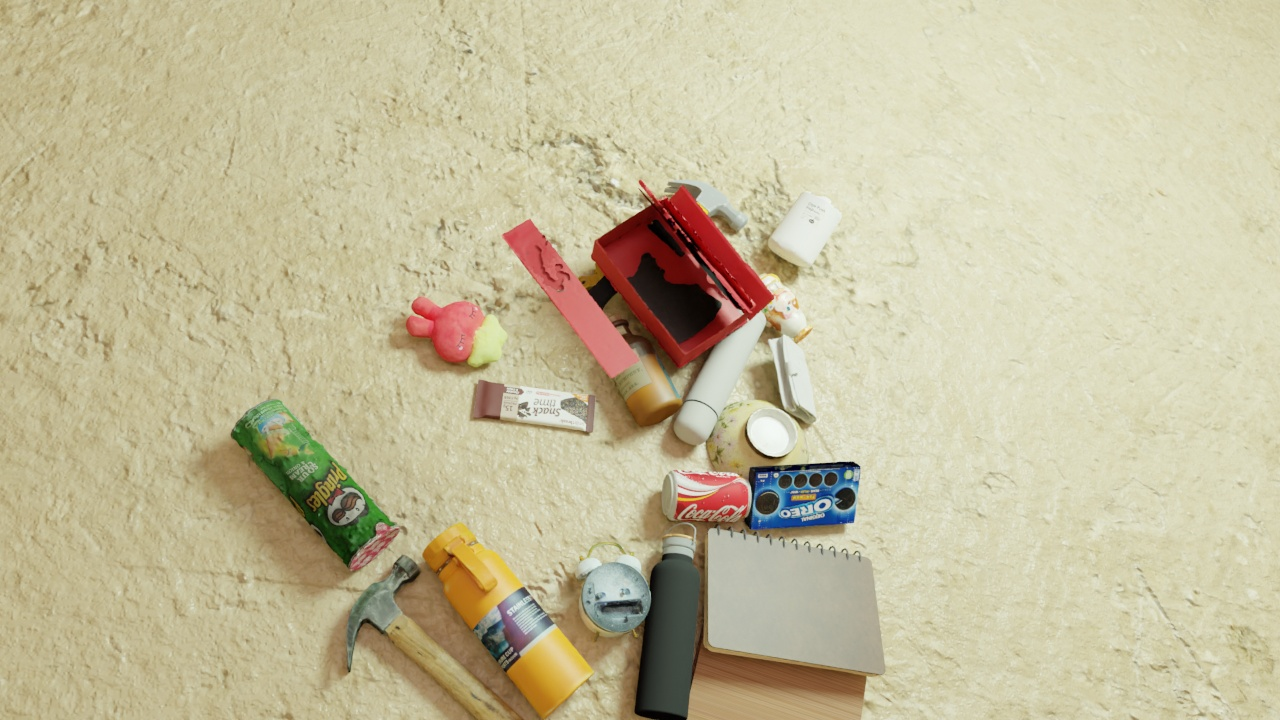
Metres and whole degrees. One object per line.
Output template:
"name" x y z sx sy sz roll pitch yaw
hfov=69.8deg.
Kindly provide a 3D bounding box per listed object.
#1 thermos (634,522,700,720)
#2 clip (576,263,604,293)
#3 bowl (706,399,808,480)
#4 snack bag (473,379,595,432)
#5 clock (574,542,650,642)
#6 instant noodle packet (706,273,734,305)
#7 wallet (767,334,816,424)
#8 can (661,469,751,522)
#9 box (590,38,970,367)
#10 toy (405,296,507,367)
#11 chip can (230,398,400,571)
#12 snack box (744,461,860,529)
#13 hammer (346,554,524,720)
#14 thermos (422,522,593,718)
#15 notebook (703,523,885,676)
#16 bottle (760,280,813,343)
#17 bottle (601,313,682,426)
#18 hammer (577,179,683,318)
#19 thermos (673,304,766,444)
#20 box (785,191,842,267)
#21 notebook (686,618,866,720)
"thermos" 0.037 0.304 1.096 0.061 0.061 0.230 12 60 -7
"clip" -0.066 -0.113 1.311 0.049 0.044 0.054 3 61 -41
"bowl" 0.167 0.107 1.232 0.145 0.063 0.145 6 61 -12
"snack bag" -0.138 0.060 1.210 0.158 0.013 0.057 9 62 -9
"clock" -0.035 0.274 1.097 0.083 0.057 0.117 -1 63 -14
"instant noodle packet" 0.066 -0.080 1.321 0.098 0.040 0.135 41 62 17
"wallet" 0.220 0.024 1.286 0.086 0.032 0.116 27 47 -51
"can" 0.084 0.174 1.175 0.104 0.064 0.064 4 62 -12
"box" 0.186 -0.224 1.241 0.511 0.141 0.215 -37 79 0
"toy" -0.244 -0.041 1.218 0.135 0.045 0.091 24 57 -8
"chip can" -0.382 0.141 1.072 0.223 0.076 0.075 43 61 10
"snack box" 0.212 0.177 1.201 0.150 0.027 0.082 -2 105 -14
"hammer" -0.191 0.371 1.023 0.330 0.033 0.131 39 59 8
"thermos" -0.151 0.286 1.043 0.232 0.092 0.076 48 35 13
"notebook" 0.187 0.295 1.138 0.225 0.024 0.167 12 49 -10
"bottle" 0.202 -0.074 1.336 0.063 0.063 0.109 -35 76 -27
"bottle" -0.007 0.007 1.239 0.067 0.068 0.157 -19 69 -22
"hammer" 0.023 -0.166 1.345 0.127 0.029 0.322 43 57 7
"thermos" 0.110 0.019 1.270 0.052 0.052 0.223 29 60 2
"box" 0.258 -0.208 1.424 0.083 0.143 0.137 34 90 8
"notebook" 0.166 0.390 1.106 0.210 0.022 0.168 19 60 -3
